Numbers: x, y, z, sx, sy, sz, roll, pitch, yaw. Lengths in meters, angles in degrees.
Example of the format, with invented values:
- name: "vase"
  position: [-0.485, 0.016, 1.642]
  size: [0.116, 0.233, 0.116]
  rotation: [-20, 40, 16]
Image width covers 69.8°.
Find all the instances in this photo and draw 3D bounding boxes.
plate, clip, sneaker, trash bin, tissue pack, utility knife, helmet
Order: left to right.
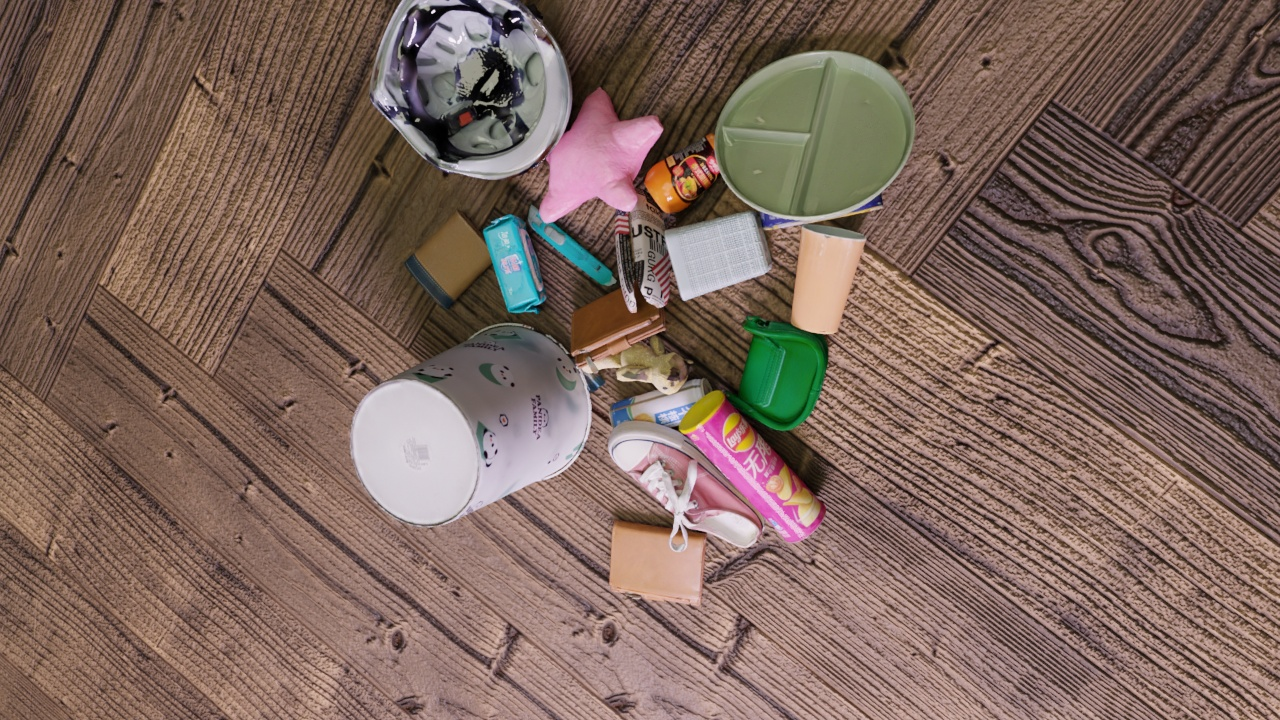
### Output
- name: "trash bin"
  position: [-0.220, 0.085, 1.179]
  size: [0.230, 0.251, 0.230]
  rotation: [5, 104, 22]
- name: "helmet"
  position: [-0.194, -0.348, 1.157]
  size: [0.258, 0.145, 0.229]
  rotation: [30, 108, 2]
- name: "tissue pack"
  position: [-0.163, -0.123, 1.217]
  size: [0.050, 0.093, 0.133]
  rotation: [-16, 96, 2]
- name: "utility knife"
  position: [-0.094, -0.152, 1.234]
  size: [0.157, 0.013, 0.029]
  rotation: [40, 110, 6]
- name: "clip"
  position: [-0.075, 0.017, 1.255]
  size: [0.038, 0.026, 0.058]
  rotation: [-39, 88, 27]
- name: "sneaker"
  position: [0.056, 0.171, 1.189]
  size: [0.241, 0.087, 0.119]
  rotation: [37, 123, -4]
- name: "plate"
  position: [0.200, -0.260, 1.068]
  size: [0.230, 0.027, 0.229]
  rotation: [-5, 69, 14]

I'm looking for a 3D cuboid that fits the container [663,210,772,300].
- name: "container"
  position: [0.100, -0.134, 1.142]
  size: [0.112, 0.089, 0.090]
  rotation: [-14, 96, 16]

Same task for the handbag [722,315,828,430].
- name: "handbag"
  position: [0.172, 0.016, 1.159]
  size: [0.120, 0.067, 0.131]
  rotation: [16, 104, 13]

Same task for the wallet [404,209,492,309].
- name: "wallet"
  position: [-0.263, -0.140, 1.277]
  size: [0.115, 0.033, 0.090]
  rotation: [-42, 90, 18]

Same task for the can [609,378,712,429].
- name: "can"
  position: [0.030, 0.064, 1.217]
  size: [0.135, 0.053, 0.053]
  rotation: [-17, 95, 18]

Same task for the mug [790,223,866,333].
- name: "mug"
  position: [0.224, -0.099, 1.122]
  size: [0.078, 0.078, 0.123]
  rotation: [13, 109, 13]

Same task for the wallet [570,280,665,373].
- name: "wallet"
  position: [-0.031, -0.049, 1.188]
  size: [0.131, 0.118, 0.035]
  rotation: [-24, 133, 18]

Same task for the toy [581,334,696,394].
- name: "toy"
  position: [-0.007, 0.007, 1.199]
  size: [0.157, 0.104, 0.066]
  rotation: [9, 116, 32]

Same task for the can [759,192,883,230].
- name: "can"
  position: [0.215, -0.194, 1.104]
  size: [0.148, 0.074, 0.049]
  rotation: [-9, 100, 16]

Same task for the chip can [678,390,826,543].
- name: "chip can"
  position: [0.143, 0.136, 1.160]
  size: [0.071, 0.071, 0.210]
  rotation: [-39, 103, 19]

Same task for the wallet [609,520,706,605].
- name: "wallet"
  position: [0.023, 0.282, 1.272]
  size: [0.132, 0.031, 0.108]
  rotation: [5, 99, 16]

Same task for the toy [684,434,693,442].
- name: "toy"
  position: [0.047, 0.129, 1.239]
  size: [0.092, 0.030, 0.096]
  rotation: [-5, 106, 22]

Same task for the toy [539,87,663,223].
- name: "toy"
  position: [-0.052, -0.267, 1.159]
  size: [0.195, 0.074, 0.178]
  rotation: [-4, 78, 36]

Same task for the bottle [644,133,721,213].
- name: "bottle"
  position: [0.078, -0.247, 1.144]
  size: [0.150, 0.066, 0.067]
  rotation: [-34, 89, 12]

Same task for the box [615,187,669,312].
- name: "box"
  position: [-0.013, -0.138, 1.159]
  size: [0.082, 0.075, 0.163]
  rotation: [-15, 68, 29]
